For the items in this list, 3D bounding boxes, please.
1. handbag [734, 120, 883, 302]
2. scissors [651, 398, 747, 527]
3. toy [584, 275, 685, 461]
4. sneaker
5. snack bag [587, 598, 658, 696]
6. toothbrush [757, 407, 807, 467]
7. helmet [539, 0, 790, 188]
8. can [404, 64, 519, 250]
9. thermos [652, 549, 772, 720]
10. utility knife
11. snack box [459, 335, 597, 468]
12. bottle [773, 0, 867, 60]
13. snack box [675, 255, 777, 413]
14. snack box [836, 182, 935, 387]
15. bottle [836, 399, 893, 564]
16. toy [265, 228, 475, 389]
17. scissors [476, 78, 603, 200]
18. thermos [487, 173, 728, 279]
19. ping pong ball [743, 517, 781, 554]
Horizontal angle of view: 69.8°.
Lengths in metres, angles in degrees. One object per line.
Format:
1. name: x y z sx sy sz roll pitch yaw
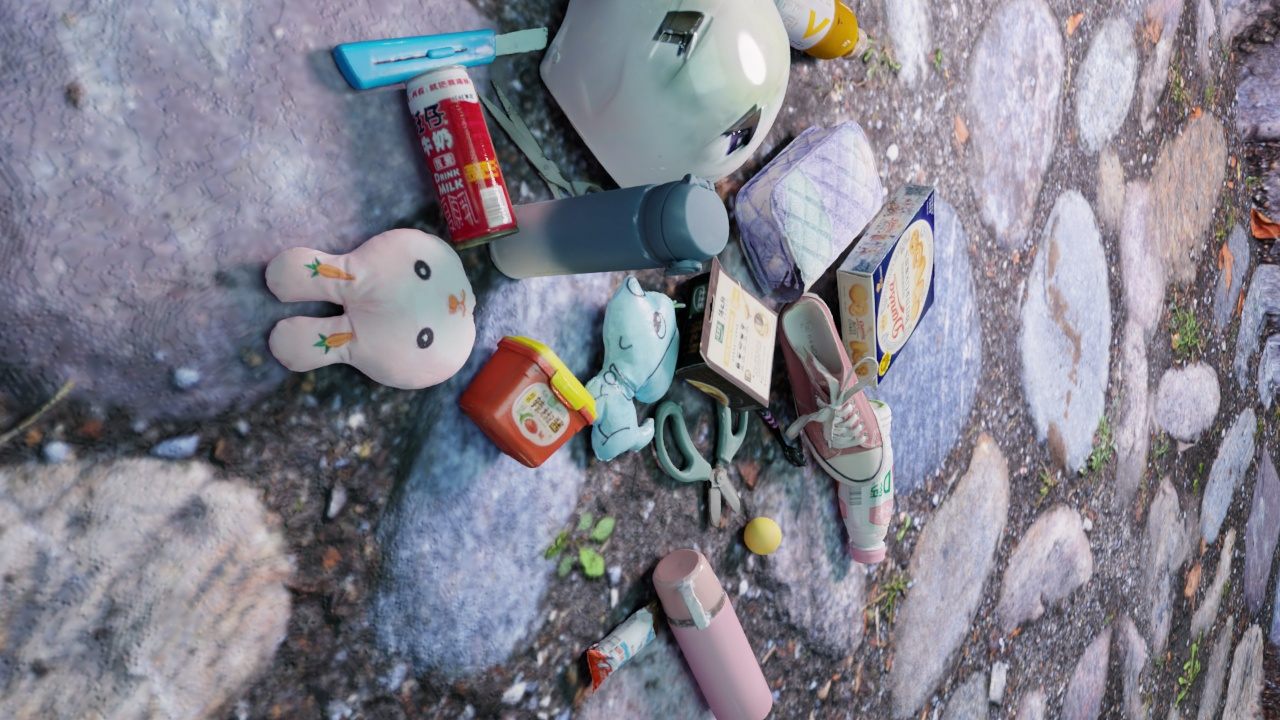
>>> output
1. handbag: 0.188 -0.170 1.016 0.193 0.076 0.134 -43 119 -32
2. scissors: 0.061 0.093 0.946 0.175 0.019 0.175 2 91 -44
3. toy: -0.005 0.005 0.860 0.155 0.050 0.161 -44 129 -34
4. sneaker: 0.211 0.043 1.017 0.087 0.118 0.241 -69 139 -71
5. snack bag: -0.016 0.271 0.876 0.104 0.026 0.048 -26 121 -39
6. toothbrush: 0.140 0.057 1.019 0.014 0.018 0.189 -53 123 -26
7. helmet: 0.051 -0.276 0.834 0.229 0.146 0.258 52 58 -32
8. can: -0.139 -0.157 0.714 0.053 0.053 0.133 -23 100 -40
9. thermos: 0.074 0.285 0.922 0.067 0.087 0.199 -24 114 -2
10. utility knife: -0.149 -0.249 0.736 0.204 0.018 0.034 -27 109 -41
11. snack box: -0.096 0.035 0.760 0.080 0.082 0.091 -48 122 -15
12. bottle: 0.182 -0.377 1.006 0.189 0.068 0.068 8 86 -43
13. snack box: 0.086 -0.025 0.925 0.125 0.053 0.113 33 55 -37
14. snack box: 0.302 -0.090 1.111 0.182 0.046 0.178 -50 142 -31
15. bottle: 0.274 0.149 1.117 0.068 0.068 0.197 -16 106 -42
16. toy: -0.194 -0.037 0.681 0.159 0.054 0.121 -6 95 -38
17. scissors: -0.078 -0.170 0.811 0.150 0.014 0.170 -11 95 -43
18. thermos: -0.030 -0.098 0.715 0.070 0.221 0.070 -3 94 -45
19. ping pong ball: 0.133 0.192 1.002 0.040 0.040 0.040 -2 93 -43
